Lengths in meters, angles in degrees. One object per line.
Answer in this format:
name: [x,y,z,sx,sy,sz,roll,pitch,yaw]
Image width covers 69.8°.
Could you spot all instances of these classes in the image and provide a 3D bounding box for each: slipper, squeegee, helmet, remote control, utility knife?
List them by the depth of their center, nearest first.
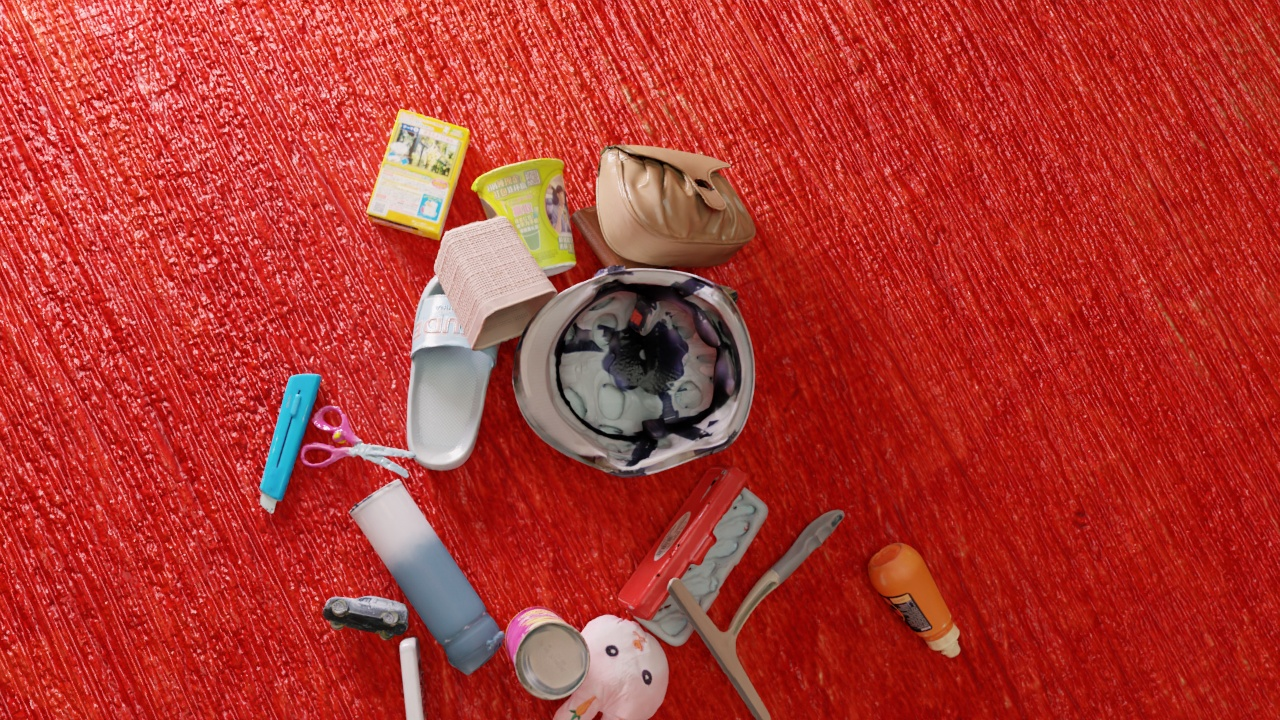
remote control: [-0.237,0.363,0.972,0.020,0.056,0.136,-7,80,-10]
utility knife: [-0.392,0.090,1.017,0.034,0.018,0.159,14,78,-8]
helmet: [-0.006,0.006,1.033,0.258,0.146,0.229,-9,96,1]
slipper: [-0.213,0.001,1.038,0.104,0.074,0.245,10,79,-8]
squeegee: [0.156,0.258,1.066,0.246,0.039,0.246,-44,116,-26]

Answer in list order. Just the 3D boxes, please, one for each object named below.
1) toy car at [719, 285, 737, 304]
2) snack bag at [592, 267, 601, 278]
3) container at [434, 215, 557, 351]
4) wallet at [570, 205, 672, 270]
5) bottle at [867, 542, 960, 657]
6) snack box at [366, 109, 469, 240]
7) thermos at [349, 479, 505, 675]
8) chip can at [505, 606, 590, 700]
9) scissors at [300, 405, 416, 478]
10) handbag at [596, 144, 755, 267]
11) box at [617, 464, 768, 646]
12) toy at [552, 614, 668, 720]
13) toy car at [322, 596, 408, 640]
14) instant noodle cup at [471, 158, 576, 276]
toy car: [0.077,-0.058,1.119,0.090,0.042,0.035,-31,64,-19]
snack bag: [-0.062,-0.059,1.102,0.048,0.026,0.104,35,75,10]
container: [-0.163,-0.087,1.000,0.090,0.090,0.111,-23,74,-31]
wallet: [-0.016,-0.145,1.094,0.124,0.032,0.101,-24,81,-49]
bottle: [0.333,0.290,1.091,0.066,0.067,0.149,-36,95,-15]
snack box: [-0.263,-0.221,1.094,0.087,0.034,0.140,15,78,-7]
thermos: [-0.230,0.236,0.995,0.070,0.070,0.220,-34,87,-15]
chip can: [-0.098,0.292,0.931,0.071,0.211,0.071,2,78,-10]
scissors: [-0.315,0.107,1.014,0.138,0.017,0.083,28,74,11]
handbag: [0.045,-0.186,1.078,0.204,0.100,0.147,-5,66,-43]
box: [0.072,0.223,1.044,0.101,0.095,0.201,41,73,-11]
toy: [-0.031,0.355,0.991,0.121,0.054,0.159,39,51,-13]
toy car: [-0.295,0.273,0.988,0.090,0.043,0.034,13,50,-10]
instant noodle cup: [-0.128,-0.159,1.072,0.111,0.112,0.123,-15,89,-13]
